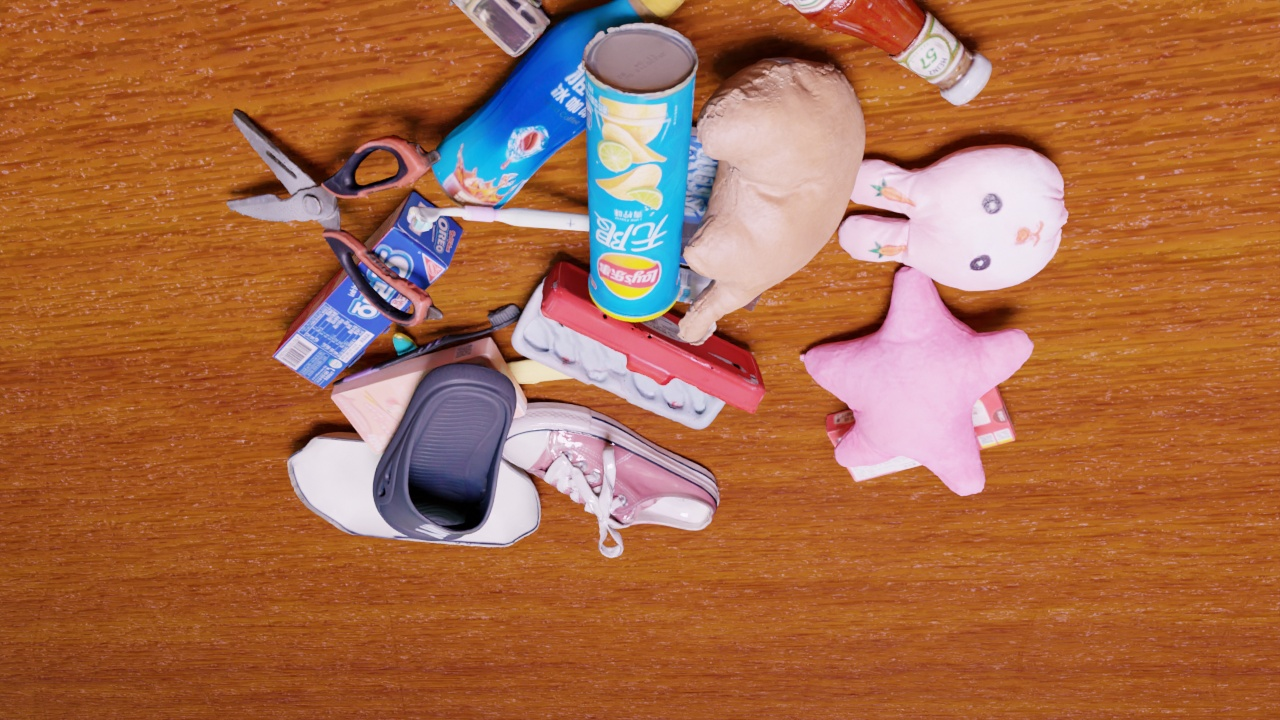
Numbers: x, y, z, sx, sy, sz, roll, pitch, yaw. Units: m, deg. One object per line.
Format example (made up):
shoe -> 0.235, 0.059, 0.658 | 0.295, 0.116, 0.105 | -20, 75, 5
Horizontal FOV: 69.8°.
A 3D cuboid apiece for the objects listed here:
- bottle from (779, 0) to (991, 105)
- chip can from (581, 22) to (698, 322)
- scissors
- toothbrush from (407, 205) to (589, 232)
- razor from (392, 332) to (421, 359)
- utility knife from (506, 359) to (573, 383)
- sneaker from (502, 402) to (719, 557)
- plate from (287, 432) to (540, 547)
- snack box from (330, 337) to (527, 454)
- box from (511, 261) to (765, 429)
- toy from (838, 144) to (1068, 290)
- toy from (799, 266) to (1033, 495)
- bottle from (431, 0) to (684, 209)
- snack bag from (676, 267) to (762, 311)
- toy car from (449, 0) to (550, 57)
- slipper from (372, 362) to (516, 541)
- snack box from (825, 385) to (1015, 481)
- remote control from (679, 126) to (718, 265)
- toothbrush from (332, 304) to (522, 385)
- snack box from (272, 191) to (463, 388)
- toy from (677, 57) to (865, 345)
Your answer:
bottle -> 0.132, -0.227, 0.567 | 0.206, 0.059, 0.060 | 29, 130, -17
chip can -> -0.002, -0.118, 0.627 | 0.071, 0.071, 0.211 | 6, 144, 2
scissors -> -0.231, -0.111, 0.701 | 0.225, 0.015, 0.189 | -6, 110, 29
toothbrush -> -0.078, -0.103, 0.685 | 0.189, 0.029, 0.020 | -3, 97, -31
razor -> -0.210, 0.021, 0.867 | 0.043, 0.028, 0.133 | -4, 132, 7
utility knife -> -0.048, 0.007, 0.838 | 0.179, 0.019, 0.031 | -2, 137, 14
sneaker -> -0.034, 0.119, 0.891 | 0.241, 0.087, 0.119 | 24, 131, -12
plate -> -0.234, 0.131, 0.969 | 0.266, 0.034, 0.162 | 4, 133, 5
snack box -> -0.193, 0.034, 0.845 | 0.157, 0.026, 0.084 | -14, 131, 11
box -> -0.004, 0.004, 0.770 | 0.201, 0.094, 0.100 | 25, 114, -15
toy -> 0.227, -0.104, 0.676 | 0.160, 0.054, 0.121 | 5, 132, 15
toy -> 0.219, 0.012, 0.763 | 0.179, 0.074, 0.195 | 16, 118, 20
bottle -> -0.058, -0.184, 0.630 | 0.065, 0.065, 0.219 | 38, 127, -24
snack bag -> 0.047, -0.060, 0.755 | 0.105, 0.026, 0.045 | 9, 157, -4
toy car -> -0.103, -0.243, 0.604 | 0.042, 0.035, 0.090 | -33, 118, 31
slipper -> -0.185, 0.110, 0.845 | 0.110, 0.083, 0.269 | 11, 137, -18
snack box -> 0.255, 0.062, 0.839 | 0.153, 0.025, 0.075 | -19, 126, 24
remote control -> 0.034, -0.123, 0.702 | 0.049, 0.024, 0.125 | 11, 137, -2
toothbrush -> -0.192, -0.013, 0.818 | 0.189, 0.014, 0.017 | -20, 117, 7
snack box -> -0.234, -0.055, 0.781 | 0.057, 0.058, 0.208 | 37, 127, -23
toy -> 0.088, -0.102, 0.653 | 0.143, 0.082, 0.226 | -13, 131, -25
